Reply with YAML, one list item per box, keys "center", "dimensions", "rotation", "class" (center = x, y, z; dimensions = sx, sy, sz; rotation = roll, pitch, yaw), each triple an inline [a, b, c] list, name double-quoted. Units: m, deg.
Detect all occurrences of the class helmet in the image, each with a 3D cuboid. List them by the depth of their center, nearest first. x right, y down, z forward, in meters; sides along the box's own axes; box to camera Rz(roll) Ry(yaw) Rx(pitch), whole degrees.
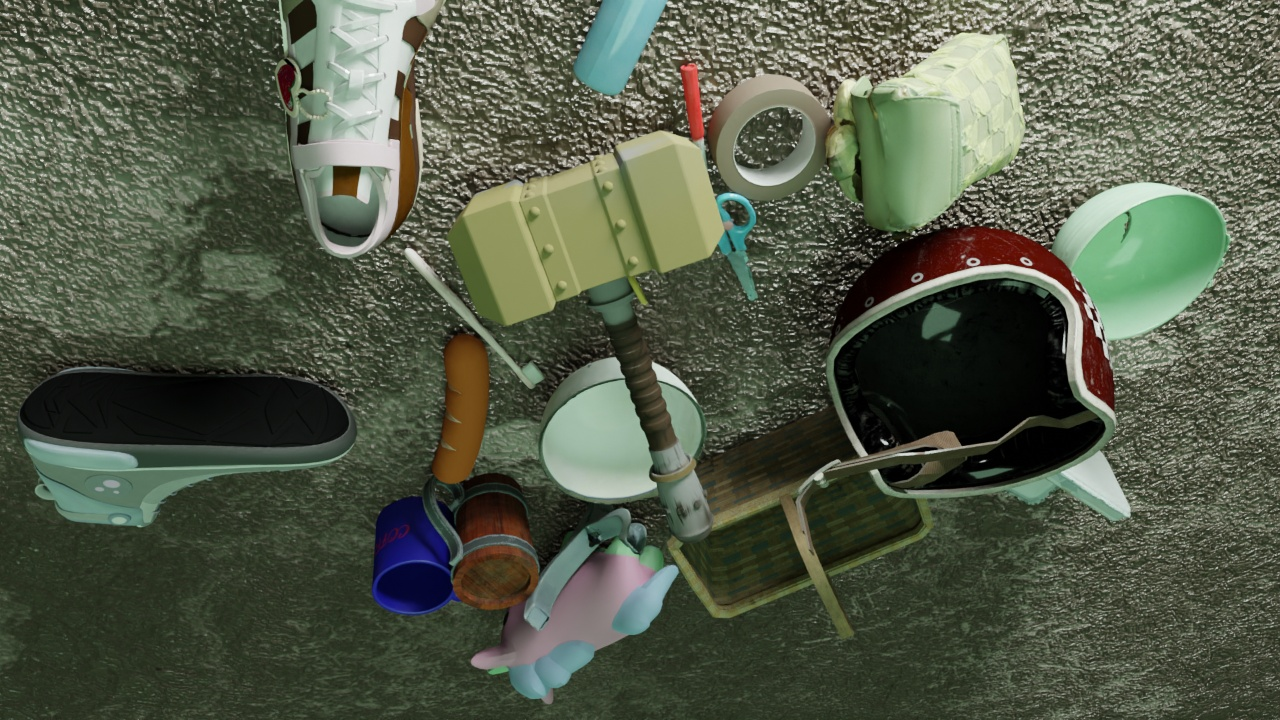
- center: [0.267, 0.017, 0.771]
  dimensions: [0.234, 0.253, 0.233]
  rotation: [-29, 146, 35]
  class: "helmet"

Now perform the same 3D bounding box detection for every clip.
- center: [-0.064, 0.198, 0.876]
  dimensions: [0.164, 0.169, 0.031]
  rotation: [-45, 101, -7]
  class: "clip"

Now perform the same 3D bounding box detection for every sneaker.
- center: [-0.184, -0.195, 0.592]
  dimensions: [0.111, 0.116, 0.295]
  rotation: [7, 125, -18]
  class: "sneaker"
- center: [-0.383, 0.090, 0.796]
  dimensions: [0.256, 0.093, 0.161]
  rotation: [5, 134, -18]
  class: "sneaker"

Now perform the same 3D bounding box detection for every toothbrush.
- center: [-0.141, -0.035, 0.791]
  dimensions: [0.018, 0.015, 0.181]
  rotation: [-35, 127, 6]
  class: "toothbrush"

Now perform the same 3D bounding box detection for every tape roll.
- center: [0.102, -0.175, 0.726]
  dimensions: [0.093, 0.030, 0.094]
  rotation: [-6, 128, -8]
  class: "tape roll"

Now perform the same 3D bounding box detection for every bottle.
- center: [-0.003, -0.251, 0.638]
  dimensions: [0.040, 0.040, 0.130]
  rotation: [17, 122, -24]
  class: "bottle"

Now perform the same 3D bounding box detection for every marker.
- center: [0.047, -0.167, 0.733]
  dimensions: [0.013, 0.012, 0.142]
  rotation: [-14, 129, -2]
  class: "marker"

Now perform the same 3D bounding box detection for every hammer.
- center: [-0.004, 0.004, 0.732]
  dimensions: [0.190, 0.100, 0.325]
  rotation: [-19, 110, 2]
  class: "hammer"

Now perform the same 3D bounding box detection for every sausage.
- center: [-0.162, 0.047, 0.834]
  dimensions: [0.044, 0.039, 0.165]
  rotation: [3, 126, -15]
  class: "sausage"

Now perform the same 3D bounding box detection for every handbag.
- center: [0.211, -0.177, 0.700]
  dimensions: [0.186, 0.117, 0.113]
  rotation: [-36, 127, -34]
  class: "handbag"

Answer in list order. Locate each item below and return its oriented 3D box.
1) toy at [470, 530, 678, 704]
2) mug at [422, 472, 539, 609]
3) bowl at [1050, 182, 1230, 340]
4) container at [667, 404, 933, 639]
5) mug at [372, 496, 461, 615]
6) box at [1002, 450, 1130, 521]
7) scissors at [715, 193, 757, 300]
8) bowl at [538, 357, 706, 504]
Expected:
- center: [-0.061, 0.263, 0.940]
  dimensions: [0.223, 0.170, 0.120]
  rotation: [-12, 138, 41]
  class: "toy"
- center: [-0.156, 0.163, 0.878]
  dimensions: [0.117, 0.111, 0.082]
  rotation: [32, 115, -31]
  class: "mug"
- center: [0.435, -0.099, 0.830]
  dimensions: [0.151, 0.077, 0.151]
  rotation: [-6, 128, -8]
  class: "bowl"
- center: [0.162, 0.173, 0.909]
  dimensions: [0.250, 0.186, 0.157]
  rotation: [-24, 128, 6]
  class: "container"
- center: [-0.210, 0.199, 0.912]
  dimensions: [0.111, 0.083, 0.079]
  rotation: [32, 115, -31]
  class: "mug"
- center: [0.429, 0.119, 0.981]
  dimensions: [0.210, 0.105, 0.130]
  rotation: [24, 122, -27]
  class: "box"
- center: [0.081, -0.092, 0.785]
  dimensions: [0.055, 0.015, 0.136]
  rotation: [-10, 139, 18]
  class: "scissors"
- center: [-0.021, 0.056, 0.851]
  dimensions: [0.153, 0.072, 0.154]
  rotation: [-6, 129, -8]
  class: "bowl"
